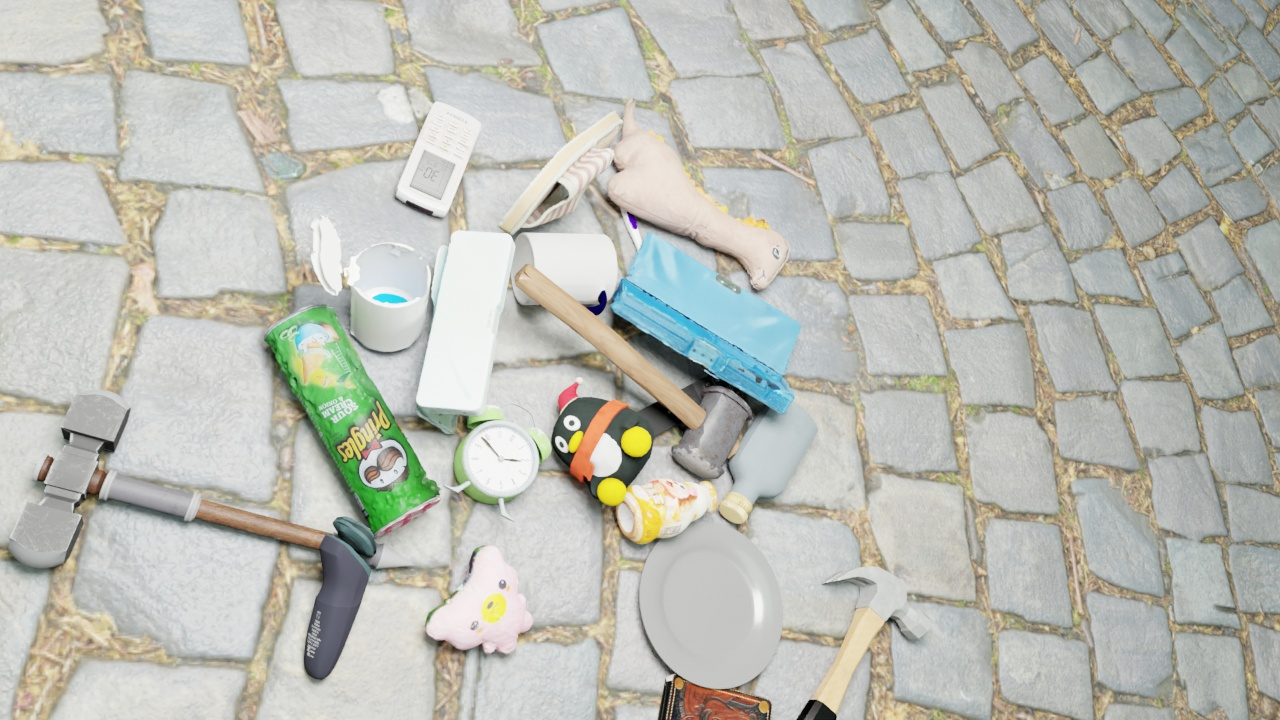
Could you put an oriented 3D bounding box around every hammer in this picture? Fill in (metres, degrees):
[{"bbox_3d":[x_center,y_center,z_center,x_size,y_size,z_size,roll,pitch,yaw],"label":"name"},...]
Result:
[{"bbox_3d":[-0.006,0.006,0.988,0.328,0.052,0.097,41,66,-24],"label":"hammer"},{"bbox_3d":[0.209,0.372,1.016,0.131,0.039,0.327,42,59,-5],"label":"hammer"},{"bbox_3d":[-0.360,0.142,0.821,0.322,0.043,0.155,21,64,-21],"label":"hammer"}]

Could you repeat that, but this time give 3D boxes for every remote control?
[{"bbox_3d":[-0.226,-0.225,1.027,0.060,0.026,0.138,23,63,-17],"label":"remote control"},{"bbox_3d":[0.058,0.048,1.074,0.149,0.013,0.034,-26,84,-31],"label":"remote control"}]

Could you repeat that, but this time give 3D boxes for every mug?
[{"bbox_3d":[-0.080,-0.089,1.010,0.096,0.079,0.111,-3,49,-27],"label":"mug"}]

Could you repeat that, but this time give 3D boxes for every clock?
[{"bbox_3d":[-0.145,0.097,0.938,0.094,0.043,0.119,32,61,-14],"label":"clock"}]

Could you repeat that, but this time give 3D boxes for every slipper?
[{"bbox_3d":[-0.073,-0.206,1.019,0.052,0.115,0.262,42,37,-8],"label":"slipper"}]

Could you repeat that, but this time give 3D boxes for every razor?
[{"bbox_3d":[-0.271,0.212,0.817,0.052,0.047,0.143,22,82,-53],"label":"razor"}]

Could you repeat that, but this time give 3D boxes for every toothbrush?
[{"bbox_3d":[0.007,-0.119,1.109,0.016,0.015,0.186,-15,78,-30],"label":"toothbrush"}]

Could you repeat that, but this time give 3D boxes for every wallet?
[{"bbox_3d":[0.078,0.377,0.958,0.123,0.020,0.072,22,59,-18],"label":"wallet"}]

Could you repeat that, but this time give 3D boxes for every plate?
[{"bbox_3d":[0.077,0.264,0.999,0.178,0.012,0.178,11,63,-23],"label":"plate"}]

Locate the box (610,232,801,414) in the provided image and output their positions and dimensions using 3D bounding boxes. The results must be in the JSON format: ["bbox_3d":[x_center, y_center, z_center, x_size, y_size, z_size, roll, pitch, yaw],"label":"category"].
[{"bbox_3d":[0.078,-0.038,1.074,0.232,0.066,0.172,31,36,-8],"label":"box"}]

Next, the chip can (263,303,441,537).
[{"bbox_3d":[-0.274,0.054,0.872,0.075,0.076,0.223,-28,85,-31],"label":"chip can"}]

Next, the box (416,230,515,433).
[{"bbox_3d":[-0.180,-0.026,0.944,0.086,0.096,0.198,6,66,4],"label":"box"}]

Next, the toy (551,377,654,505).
[{"bbox_3d":[-0.046,0.082,0.965,0.119,0.098,0.099,28,14,11],"label":"toy"}]

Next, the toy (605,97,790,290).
[{"bbox_3d":[0.080,-0.205,1.151,0.264,0.065,0.195,18,65,-23],"label":"toy"}]

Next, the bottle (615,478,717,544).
[{"bbox_3d":[0.030,0.158,0.990,0.108,0.063,0.063,-10,76,-30],"label":"bottle"}]

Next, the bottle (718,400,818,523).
[{"bbox_3d":[0.144,0.119,1.070,0.072,0.046,0.160,42,59,-7],"label":"bottle"}]

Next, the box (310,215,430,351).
[{"bbox_3d":[-0.260,-0.072,0.879,0.118,0.160,0.084,8,61,-16],"label":"box"}]

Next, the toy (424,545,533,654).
[{"bbox_3d":[-0.148,0.240,0.879,0.093,0.050,0.102,45,61,-11],"label":"toy"}]
